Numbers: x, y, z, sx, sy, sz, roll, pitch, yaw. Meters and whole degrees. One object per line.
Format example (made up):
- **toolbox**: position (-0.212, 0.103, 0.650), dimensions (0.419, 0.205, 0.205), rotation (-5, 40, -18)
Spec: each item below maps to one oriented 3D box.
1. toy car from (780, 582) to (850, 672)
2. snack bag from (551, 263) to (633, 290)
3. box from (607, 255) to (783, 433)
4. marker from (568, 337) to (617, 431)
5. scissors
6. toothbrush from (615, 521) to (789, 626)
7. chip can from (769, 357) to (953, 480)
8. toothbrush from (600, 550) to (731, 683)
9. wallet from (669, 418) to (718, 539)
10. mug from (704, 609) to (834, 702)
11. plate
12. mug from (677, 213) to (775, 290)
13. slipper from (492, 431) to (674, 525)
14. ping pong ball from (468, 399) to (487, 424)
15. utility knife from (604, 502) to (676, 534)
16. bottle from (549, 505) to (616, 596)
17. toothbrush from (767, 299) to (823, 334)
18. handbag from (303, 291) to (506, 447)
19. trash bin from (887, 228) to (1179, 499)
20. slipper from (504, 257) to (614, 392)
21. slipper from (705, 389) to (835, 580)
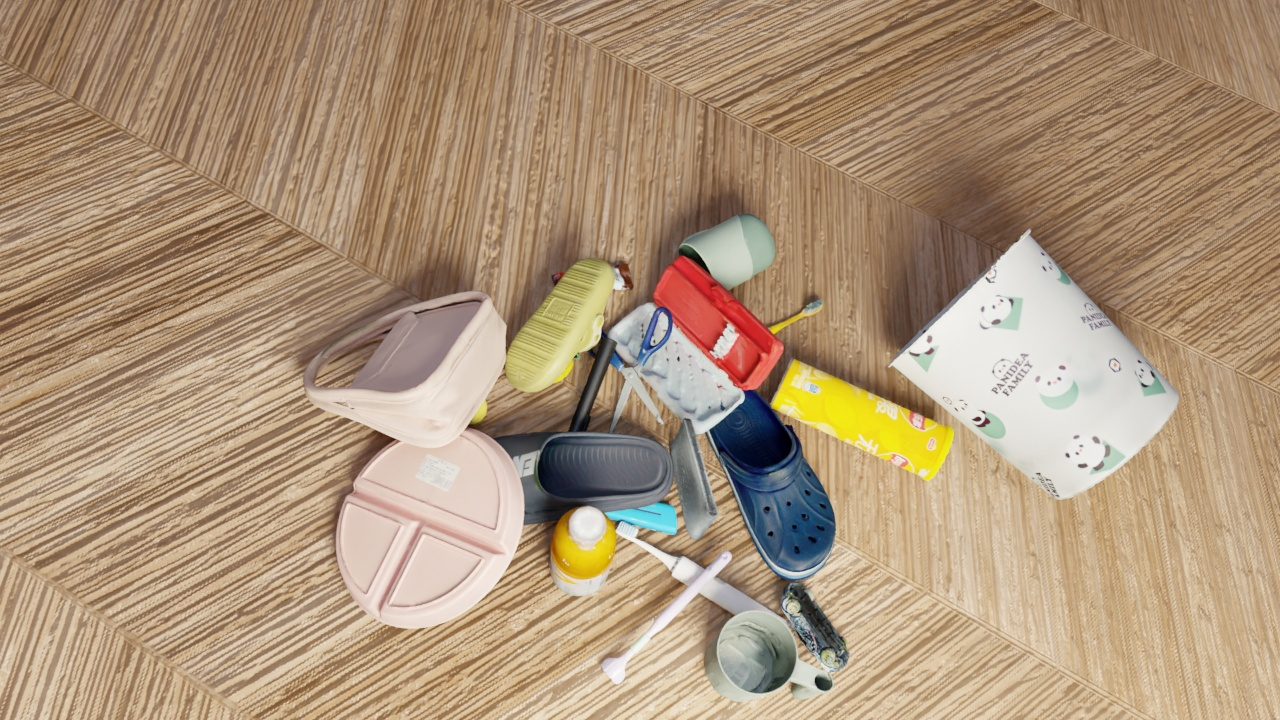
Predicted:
- **toy car**: position (0.191, 0.297, 1.021), dimensions (0.031, 0.048, 0.105), rotation (-42, 72, 26)
- **snack bag**: position (-0.062, -0.104, 1.200), dimensions (0.105, 0.026, 0.045), rotation (-10, 57, -11)
- **box**: position (0.065, -0.021, 1.125), dimensions (0.161, 0.060, 0.201), rotation (-48, 56, 8)
- **marker**: position (-0.058, 0.034, 1.119), dimensions (0.022, 0.020, 0.132), rotation (14, 78, 28)
- **scissors**: position (-0.011, 0.006, 1.128), dimensions (0.162, 0.012, 0.176), rotation (-51, 57, 10)
- **toothbrush**: position (0.067, 0.249, 1.043), dimensions (0.221, 0.027, 0.026), rotation (31, 85, 10)
- **chip can**: position (0.268, 0.070, 1.122), dimensions (0.213, 0.072, 0.071), rotation (25, 65, 8)
- **toothbrush**: position (0.033, 0.279, 1.011), dimensions (0.189, 0.021, 0.029), rotation (-43, 74, -11)
- **wallet**: position (0.060, 0.137, 1.056), dimensions (0.019, 0.097, 0.120), rotation (-9, 66, -14)
- **mug**: position (0.132, 0.324, 0.970), dimensions (0.124, 0.104, 0.083), rotation (24, 64, 5)
- **plate**: position (-0.236, 0.174, 1.003), dimensions (0.230, 0.028, 0.229), rotation (-9, 61, 17)
- **mug**: position (0.108, -0.145, 1.211), dimensions (0.106, 0.082, 0.112), rotation (-30, 40, -17)
- **slipper**: position (-0.095, 0.120, 1.045), dimensions (0.268, 0.083, 0.110), rotation (-4, 60, -2)
- **ping pong ball**: position (-0.204, 0.057, 1.102), dimensions (0.040, 0.040, 0.040), rotation (2, 64, -4)
- **utility knife**: position (-0.049, 0.168, 1.076), dimensions (0.191, 0.018, 0.034), rotation (12, 65, 2)
- **bottle**: position (-0.061, 0.198, 0.964), dimensions (0.068, 0.190, 0.068), rotation (3, 64, -5)
- **toothbrush**: position (0.161, -0.036, 1.191), dimensions (0.191, 0.018, 0.016), rotation (-27, 68, -16)
- **handbag**: position (-0.288, 0.005, 1.070), dimensions (0.234, 0.093, 0.192), rotation (1, 39, 19)
- **trash bin**: position (0.468, 0.012, 1.091), dimensions (0.229, 0.230, 0.252), rotation (-41, 79, -21)
- **slipper**: position (-0.085, -0.035, 1.129), dimensions (0.092, 0.081, 0.190), rotation (24, 79, 46)
- **slipper**: position (0.155, 0.127, 1.074), dimensions (0.105, 0.095, 0.252), rotation (-20, 64, -12)
